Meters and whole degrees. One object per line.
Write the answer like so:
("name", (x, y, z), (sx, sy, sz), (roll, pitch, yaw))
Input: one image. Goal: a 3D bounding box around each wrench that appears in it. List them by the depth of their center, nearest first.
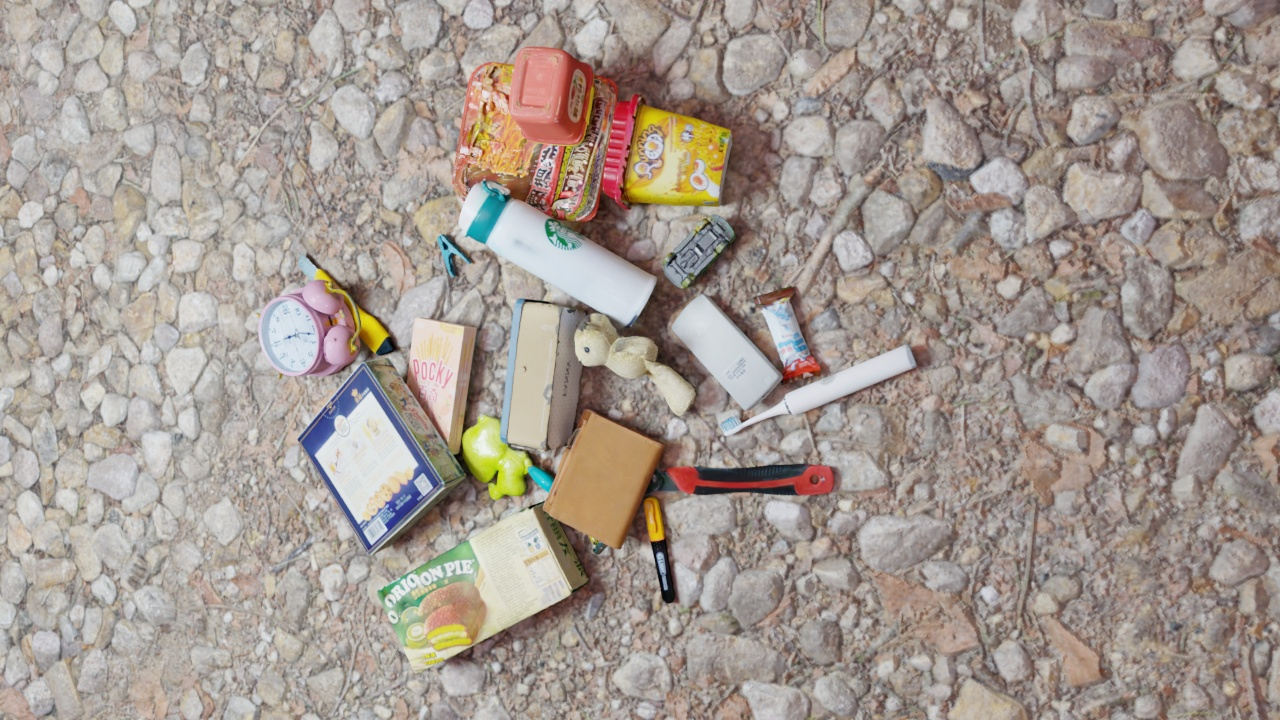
("wrench", (0.079, 0.130, 1.034), (0.274, 0.016, 0.056), (2, 92, 19))

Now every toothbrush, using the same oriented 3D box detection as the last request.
("toothbrush", (0.188, 0.037, 0.990), (0.221, 0.026, 0.026), (-24, 103, 18))

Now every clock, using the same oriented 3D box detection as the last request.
("clock", (-0.410, -0.039, 1.154), (0.159, 0.059, 0.117), (-18, 91, 25))

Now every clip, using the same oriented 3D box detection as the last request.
("clip", (-0.233, -0.132, 1.130), (0.034, 0.013, 0.055), (-39, 79, 14))

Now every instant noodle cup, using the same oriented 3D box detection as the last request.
("instant noodle cup", (0.032, -0.217, 0.996), (0.124, 0.116, 0.116), (11, 94, 6))
("instant noodle cup", (-0.116, -0.247, 1.055), (0.189, 0.079, 0.164), (14, 95, 16))

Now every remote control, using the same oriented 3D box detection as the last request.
("remote control", (0.094, -0.011, 1.013), (0.056, 0.019, 0.135), (-48, 68, 18))

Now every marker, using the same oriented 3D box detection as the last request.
("marker", (0.022, 0.218, 1.055), (0.018, 0.015, 0.124), (-11, 90, 22))

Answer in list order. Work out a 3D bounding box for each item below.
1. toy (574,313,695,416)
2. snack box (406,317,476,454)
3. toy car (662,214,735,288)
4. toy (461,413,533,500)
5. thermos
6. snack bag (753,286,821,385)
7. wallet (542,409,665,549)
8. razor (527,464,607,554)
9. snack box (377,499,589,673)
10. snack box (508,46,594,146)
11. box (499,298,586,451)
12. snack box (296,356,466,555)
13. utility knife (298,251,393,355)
("toy", (-0.006, 0.006, 1.017), (0.157, 0.105, 0.066), (35, 83, -7))
("snack box", (-0.249, 0.030, 1.123), (0.085, 0.026, 0.157), (11, 95, 32))
("toy car", (0.066, -0.120, 1.020), (0.091, 0.036, 0.043), (-44, 80, 13))
("toy", (-0.178, 0.119, 1.110), (0.100, 0.031, 0.097), (19, 99, 16))
("thermos", (-0.093, -0.120, 1.013), (0.224, 0.073, 0.073), (29, 101, -8))
("snack bag", (0.159, -0.027, 0.998), (0.048, 0.026, 0.104), (-17, 86, 10))
("wallet", (-0.044, 0.134, 1.046), (0.108, 0.031, 0.132), (23, 91, 15))
("razor", (-0.084, 0.169, 1.081), (0.132, 0.028, 0.043), (40, 89, 11))
("snack box", (-0.190, 0.272, 1.101), (0.240, 0.063, 0.114), (-31, 82, 17))
("snack box", (-0.098, -0.281, 0.968), (0.082, 0.080, 0.091), (9, 90, 15))
("box", (-0.109, 0.010, 1.055), (0.063, 0.089, 0.184), (6, 91, 19))
("snack box", (-0.321, 0.118, 1.125), (0.178, 0.045, 0.182), (-41, 79, 32))
("utility knife", (-0.380, -0.074, 1.178), (0.190, 0.015, 0.033), (44, 106, 12))
